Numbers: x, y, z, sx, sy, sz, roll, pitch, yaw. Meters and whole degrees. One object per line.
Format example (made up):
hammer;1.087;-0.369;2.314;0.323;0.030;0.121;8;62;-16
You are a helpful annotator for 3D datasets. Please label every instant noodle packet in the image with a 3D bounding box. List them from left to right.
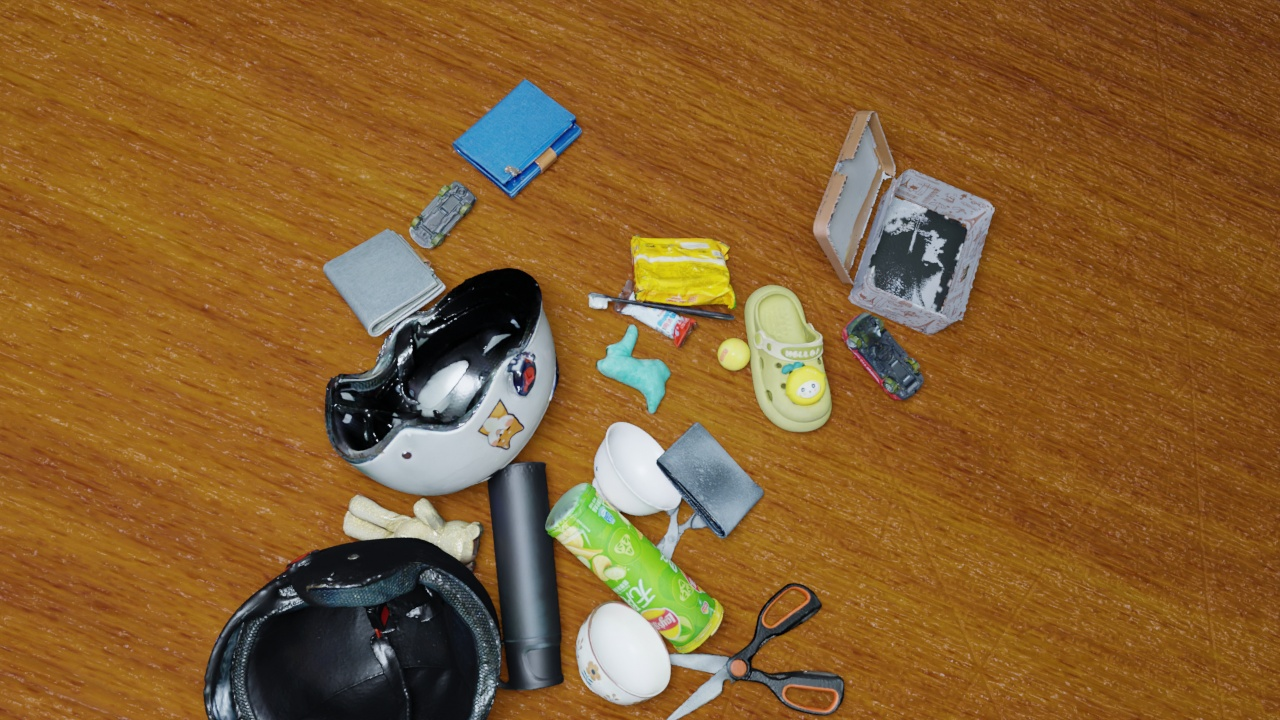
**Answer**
instant noodle packet;0.052;-0.108;1.127;0.128;0.044;0.110;3;47;-9

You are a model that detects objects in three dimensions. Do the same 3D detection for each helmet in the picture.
helmet;-0.271;0.293;0.909;0.274;0.230;0.233;-11;93;-2
helmet;-0.194;0.042;1.002;0.273;0.230;0.157;-47;129;-25

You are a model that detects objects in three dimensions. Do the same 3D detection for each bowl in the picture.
bowl;-0.028;0.330;1.011;0.113;0.113;0.062;45;118;3
bowl;-0.016;0.137;1.058;0.065;0.118;0.118;-40;84;26

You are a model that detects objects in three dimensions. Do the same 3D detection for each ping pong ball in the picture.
ping pong ball;0.115;-0.007;1.129;0.040;0.040;0.040;2;77;-8

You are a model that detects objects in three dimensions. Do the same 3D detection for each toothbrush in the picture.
toothbrush;0.026;-0.062;1.113;0.181;0.016;0.018;7;76;-6

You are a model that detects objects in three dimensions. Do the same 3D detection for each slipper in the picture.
slipper;0.180;-0.008;1.119;0.091;0.082;0.190;-12;77;-8

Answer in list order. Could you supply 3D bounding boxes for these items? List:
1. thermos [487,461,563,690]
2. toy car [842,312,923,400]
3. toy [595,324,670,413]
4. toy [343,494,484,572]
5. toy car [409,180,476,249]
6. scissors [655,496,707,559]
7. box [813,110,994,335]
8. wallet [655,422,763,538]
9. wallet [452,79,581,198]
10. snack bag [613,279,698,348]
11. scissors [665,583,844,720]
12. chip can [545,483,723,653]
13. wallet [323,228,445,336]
thermos;-0.139;0.238;1.022;0.090;0.068;0.242;-6;78;-3
toy car;0.301;-0.004;1.153;0.052;0.045;0.120;-38;90;-17
toy;-0.007;0.007;1.114;0.092;0.030;0.096;23;69;-5
toy;-0.255;0.191;1.025;0.157;0.066;0.105;16;108;-1
toy car;-0.241;-0.174;1.117;0.042;0.035;0.090;40;81;3
scissors;0.042;0.206;1.084;0.166;0.014;0.163;-11;79;-10
box;0.313;-0.165;1.146;0.272;0.130;0.179;30;73;-27
wallet;0.082;0.139;1.082;0.121;0.019;0.097;48;42;4
wallet;-0.153;-0.280;1.153;0.106;0.040;0.133;40;75;11
snack bag;0.019;-0.056;1.133;0.105;0.026;0.045;31;78;2
scissors;0.133;0.346;1.065;0.221;0.022;0.224;25;73;4
chip can;-0.008;0.229;1.020;0.221;0.073;0.072;44;75;-9
wallet;-0.296;-0.094;1.070;0.106;0.037;0.129;-34;54;-15
